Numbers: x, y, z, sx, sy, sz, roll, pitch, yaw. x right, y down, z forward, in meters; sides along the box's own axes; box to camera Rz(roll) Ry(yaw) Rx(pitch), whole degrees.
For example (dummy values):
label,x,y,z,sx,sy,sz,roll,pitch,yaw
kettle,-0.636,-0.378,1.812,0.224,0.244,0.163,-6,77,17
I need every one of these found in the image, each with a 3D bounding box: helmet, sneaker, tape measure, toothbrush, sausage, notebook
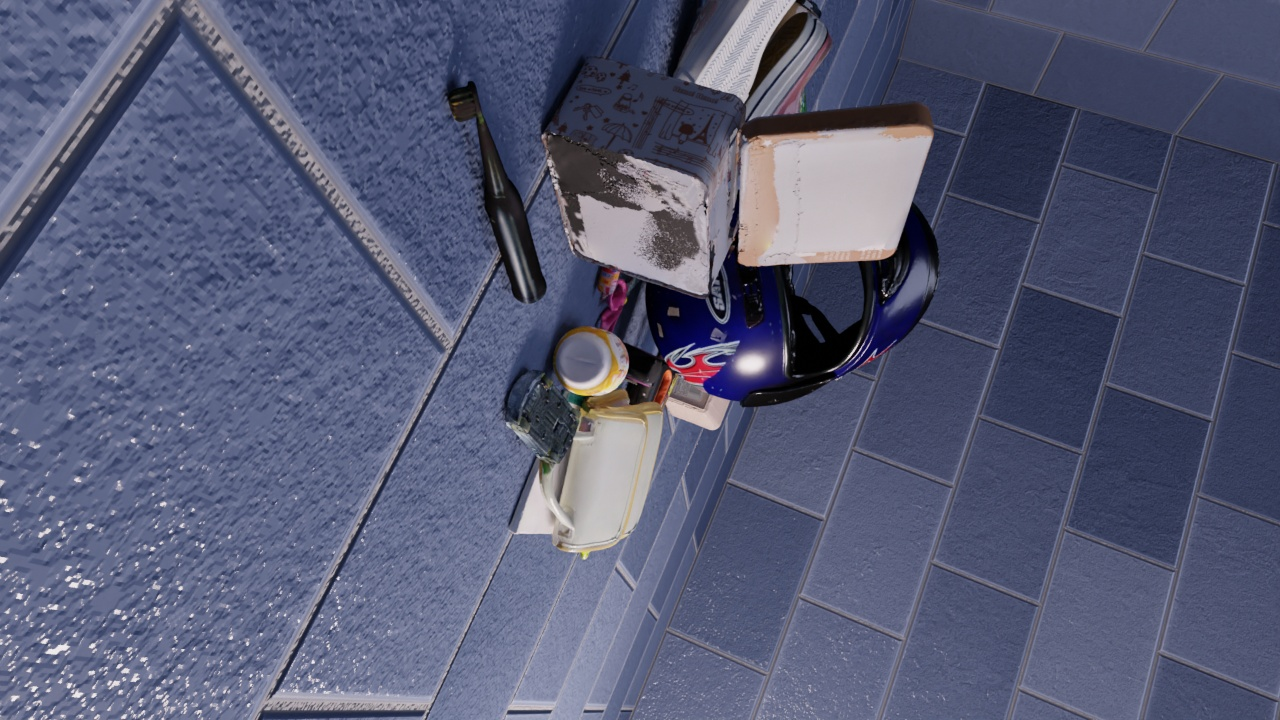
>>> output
label,x,y,z,sx,sy,sz,roll,pitch,yaw
helmet,0.136,-0.076,1.010,0.316,0.240,0.247,-24,-102,66
sneaker,0.075,-0.315,0.853,0.089,0.090,0.243,-7,142,-43
sneaker,0.124,-0.239,0.954,0.241,0.088,0.118,-52,-155,9
tape measure,-0.006,0.006,1.033,0.039,0.057,0.058,-66,170,0
toothbrush,-0.090,-0.101,0.594,0.213,0.027,0.026,82,-13,-63
sausage,-0.015,-0.130,0.868,0.020,0.020,0.156,-29,138,-71
notebook,-0.064,0.117,0.992,0.150,0.012,0.209,-68,157,-3

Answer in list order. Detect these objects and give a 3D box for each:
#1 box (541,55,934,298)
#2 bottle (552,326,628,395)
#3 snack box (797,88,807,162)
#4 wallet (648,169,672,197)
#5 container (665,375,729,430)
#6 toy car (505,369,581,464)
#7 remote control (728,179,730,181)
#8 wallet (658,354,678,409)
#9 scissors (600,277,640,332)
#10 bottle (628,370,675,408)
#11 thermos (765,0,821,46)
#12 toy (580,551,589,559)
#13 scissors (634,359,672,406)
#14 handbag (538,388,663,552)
label,x,y,z,sx,sy,sz,roll,pitch,yaw
box,0.074,-0.129,0.698,0.179,0.260,0.110,81,30,-66
bottle,-0.041,0.001,0.868,0.108,0.063,0.063,7,103,-77
snack box,0.143,-0.295,1.100,0.118,0.118,0.106,-56,150,-54
wallet,0.008,-0.155,0.924,0.087,0.024,0.115,-17,126,-68
container,0.088,0.047,1.433,0.111,0.090,0.090,48,64,-72
toy car,-0.089,0.051,0.813,0.054,0.037,0.121,-64,156,-19
remote control,0.113,-0.257,1.191,0.136,0.024,0.053,-51,160,-51
wallet,0.038,0.016,1.299,0.115,0.033,0.090,-65,168,-4
scissors,-0.016,-0.067,0.981,0.137,0.017,0.073,-52,158,-64
bottle,-0.009,0.100,1.196,0.079,0.044,0.195,-3,113,-69
thermos,0.131,-0.347,1.001,0.143,0.093,0.093,-64,169,14
toy,-0.059,0.196,1.161,0.096,0.031,0.100,-75,178,-47
scissors,-0.020,0.097,1.110,0.220,0.022,0.234,-61,153,-13
handbag,-0.047,0.120,0.946,0.178,0.063,0.163,-9,115,-61
